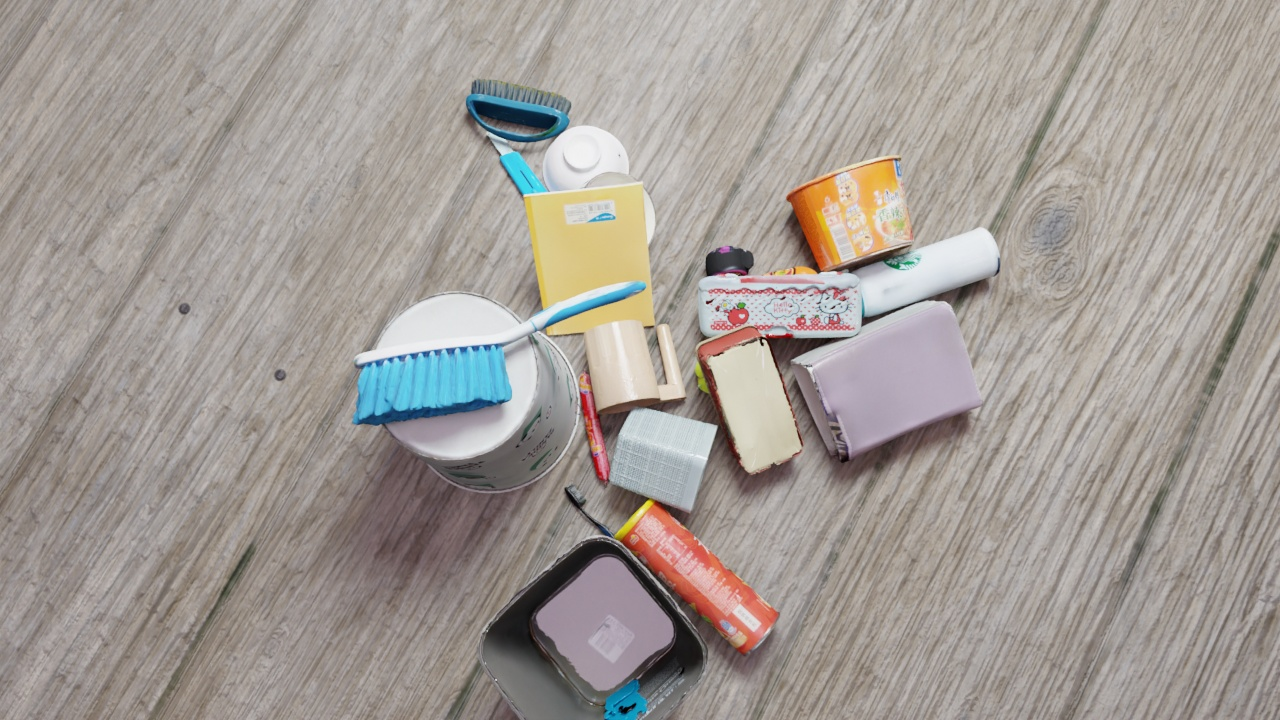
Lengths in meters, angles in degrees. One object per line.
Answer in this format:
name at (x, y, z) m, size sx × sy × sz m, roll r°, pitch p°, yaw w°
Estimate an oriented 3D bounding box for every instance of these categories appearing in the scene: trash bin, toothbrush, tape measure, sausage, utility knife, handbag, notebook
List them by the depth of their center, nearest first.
trash bin at (-0.047, 0.322, 1.050) m, size 0.199 × 0.220 × 0.198 m, roll -41°, pitch 81°, yaw -6°
trash bin at (-0.193, 0.037, 1.082) m, size 0.229 × 0.252 × 0.229 m, roll 0°, pitch 80°, yaw 0°
handbag at (0.308, 0.026, 1.151) m, size 0.197 × 0.098 × 0.145 m, roll -23°, pitch 95°, yaw -4°
notebook at (-0.060, -0.122, 1.154) m, size 0.146 × 0.207 × 0.010 m, roll -6°, pitch 37°, yaw 1°
toothbrush at (-0.031, 0.230, 1.169) m, size 0.189 × 0.014 × 0.016 m, roll 47°, pitch 61°, yaw 7°
sausage at (-0.060, 0.086, 1.190) m, size 0.020 × 0.020 × 0.155 m, roll -12°, pitch 81°, yaw -1°
tape measure at (0.114, -0.127, 1.200) m, size 0.057 × 0.057 × 0.039 m, roll -3°, pitch 75°, yaw -13°
utility knife at (-0.154, -0.241, 1.245) m, size 0.034 × 0.018 × 0.185 m, roll -34°, pitch 80°, yaw -4°

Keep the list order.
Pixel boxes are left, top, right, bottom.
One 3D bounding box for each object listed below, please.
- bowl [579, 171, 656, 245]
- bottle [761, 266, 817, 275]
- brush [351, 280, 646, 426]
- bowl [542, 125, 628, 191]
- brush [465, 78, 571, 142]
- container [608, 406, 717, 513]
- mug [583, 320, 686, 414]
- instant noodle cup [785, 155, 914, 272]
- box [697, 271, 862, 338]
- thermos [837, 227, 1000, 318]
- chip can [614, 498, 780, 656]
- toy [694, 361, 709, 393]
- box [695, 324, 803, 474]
bowl at (-0.045, -0.183, 1.198) m, size 0.116 × 0.066 × 0.116 m, roll 1°, pitch 88°, yaw -31°
bottle at (0.156, -0.084, 1.194) m, size 0.149 × 0.067 × 0.066 m, roll -5°, pitch 81°, yaw 7°
brush at (-0.141, -0.009, 0.937) m, size 0.314 × 0.060 × 0.109 m, roll -8°, pitch 76°, yaw -3°
bowl at (-0.075, -0.269, 1.224) m, size 0.118 × 0.065 × 0.118 m, roll 0°, pitch 80°, yaw 1°
brush at (-0.167, -0.332, 1.240) m, size 0.144 × 0.055 × 0.073 m, roll 11°, pitch 81°, yaw 3°
container at (0.027, 0.119, 1.136) m, size 0.111 × 0.089 × 0.090 m, roll 16°, pitch 119°, yaw 6°
mug at (-0.007, 0.007, 1.177) m, size 0.124 × 0.084 × 0.103 m, roll -7°, pitch 78°, yaw -25°
instant noodle cup at (0.273, -0.181, 1.167) m, size 0.151 × 0.151 × 0.111 m, roll -17°, pitch 89°, yaw -2°
box at (0.171, -0.069, 1.138) m, size 0.201 × 0.047 × 0.087 m, roll 0°, pitch 116°, yaw 14°
thermos at (0.344, -0.108, 1.186) m, size 0.224 × 0.073 × 0.073 m, roll -18°, pitch 81°, yaw -1°
chip can at (0.070, 0.264, 1.131) m, size 0.216 × 0.073 × 0.073 m, roll 41°, pitch 84°, yaw 7°
toy at (0.111, 0.001, 1.193) m, size 0.100 × 0.031 × 0.096 m, roll -32°, pitch 82°, yaw -8°
box at (0.135, 0.051, 1.128) m, size 0.091 × 0.077 × 0.168 m, roll -22°, pitch 109°, yaw -3°
